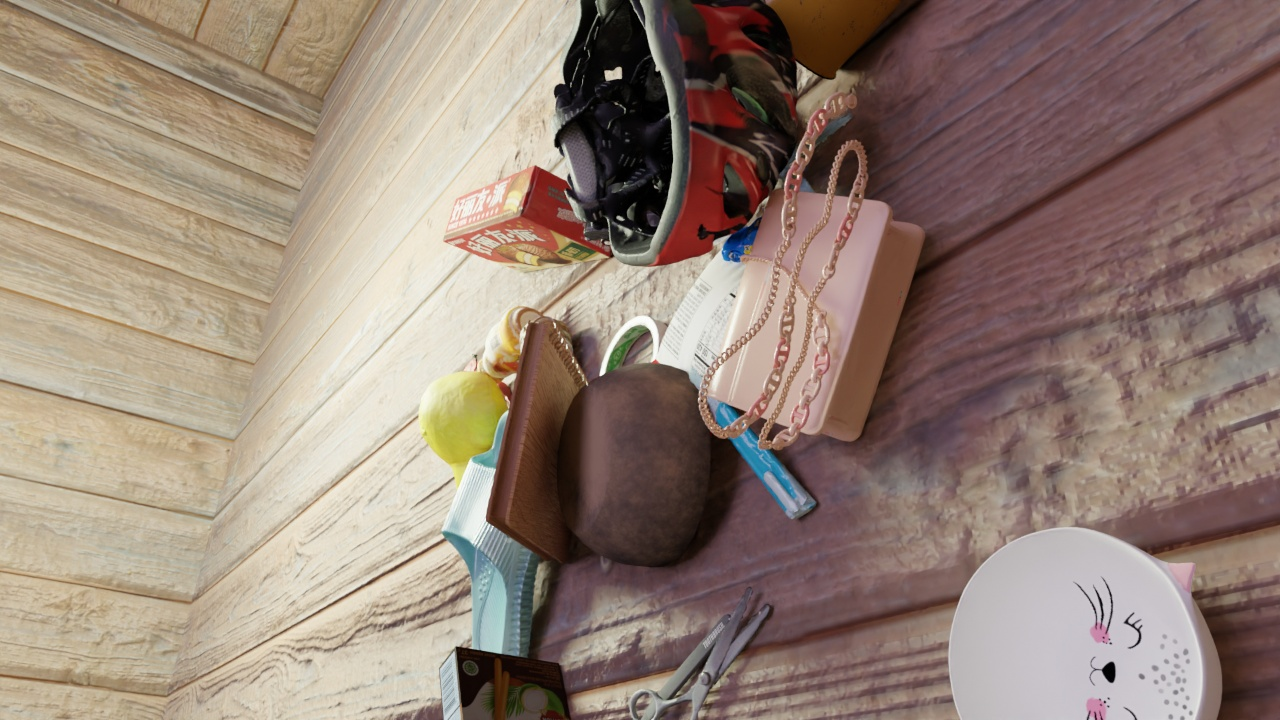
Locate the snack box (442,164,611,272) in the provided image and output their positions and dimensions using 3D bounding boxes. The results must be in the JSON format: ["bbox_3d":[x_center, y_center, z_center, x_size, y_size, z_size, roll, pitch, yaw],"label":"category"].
[{"bbox_3d":[-0.129,-0.154,1.045,0.237,0.113,0.060,0,72,58],"label":"snack box"}]

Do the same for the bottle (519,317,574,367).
[{"bbox_3d":[-0.095,0.011,0.947,0.056,0.056,0.105,-46,37,34],"label":"bottle"}]

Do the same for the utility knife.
[{"bbox_3d":[0.073,0.053,0.650,0.022,0.015,0.148,-57,50,27],"label":"utility knife"}]

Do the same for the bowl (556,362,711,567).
[{"bbox_3d":[-0.013,0.080,0.723,0.162,0.070,0.162,-173,90,-66],"label":"bowl"}]

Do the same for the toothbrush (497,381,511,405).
[{"bbox_3d":[-0.137,0.073,1.020,0.016,0.015,0.184,-63,32,17],"label":"toothbrush"}]

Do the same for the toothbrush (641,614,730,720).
[{"bbox_3d":[0.019,0.244,0.667,0.168,0.013,0.013,-55,33,19],"label":"toothbrush"}]

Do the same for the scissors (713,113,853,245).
[{"bbox_3d":[0.099,-0.153,0.763,0.175,0.013,0.170,-49,35,17],"label":"scissors"}]

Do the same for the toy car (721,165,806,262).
[{"bbox_3d":[0.094,-0.112,0.697,0.092,0.062,0.033,-6,38,35],"label":"toy car"}]

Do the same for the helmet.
[{"bbox_3d":[0.025,-0.185,0.674,0.272,0.167,0.217,151,103,-78],"label":"helmet"}]

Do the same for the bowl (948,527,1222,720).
[{"bbox_3d":[0.198,0.134,0.401,0.115,0.050,0.114,-36,44,44],"label":"bowl"}]

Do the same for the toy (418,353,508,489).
[{"bbox_3d":[-0.187,0.096,1.007,0.134,0.092,0.207,-44,62,57],"label":"toy"}]

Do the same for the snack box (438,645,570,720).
[{"bbox_3d":[-0.099,0.319,0.721,0.032,0.101,0.185,-54,34,25],"label":"snack box"}]

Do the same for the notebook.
[{"bbox_3d":[-0.078,0.074,0.782,0.210,0.022,0.169,70,-152,-68],"label":"notebook"}]

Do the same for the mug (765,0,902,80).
[{"bbox_3d":[0.145,-0.292,0.706,0.094,0.100,0.123,-45,24,32],"label":"mug"}]

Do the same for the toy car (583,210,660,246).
[{"bbox_3d":[-0.013,-0.137,0.896,0.092,0.037,0.040,1,68,24],"label":"toy car"}]

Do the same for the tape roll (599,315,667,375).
[{"bbox_3d":[-0.005,0.005,0.843,0.094,0.018,0.093,-35,44,43],"label":"tape roll"}]

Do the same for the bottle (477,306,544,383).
[{"bbox_3d":[-0.147,-0.014,1.042,0.109,0.063,0.063,-42,39,42],"label":"bottle"}]

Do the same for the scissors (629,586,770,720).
[{"bbox_3d":[0.045,0.235,0.627,0.160,0.014,0.120,-37,55,30],"label":"scissors"}]

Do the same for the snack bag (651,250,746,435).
[{"bbox_3d":[0.066,-0.029,0.725,0.144,0.039,0.131,-57,30,9],"label":"snack bag"}]

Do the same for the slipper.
[{"bbox_3d":[-0.140,0.178,0.871,0.116,0.069,0.276,-6,78,54],"label":"slipper"}]

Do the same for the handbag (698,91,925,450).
[{"bbox_3d":[0.076,-0.054,0.573,0.117,0.187,0.199,21,94,43],"label":"handbag"}]
